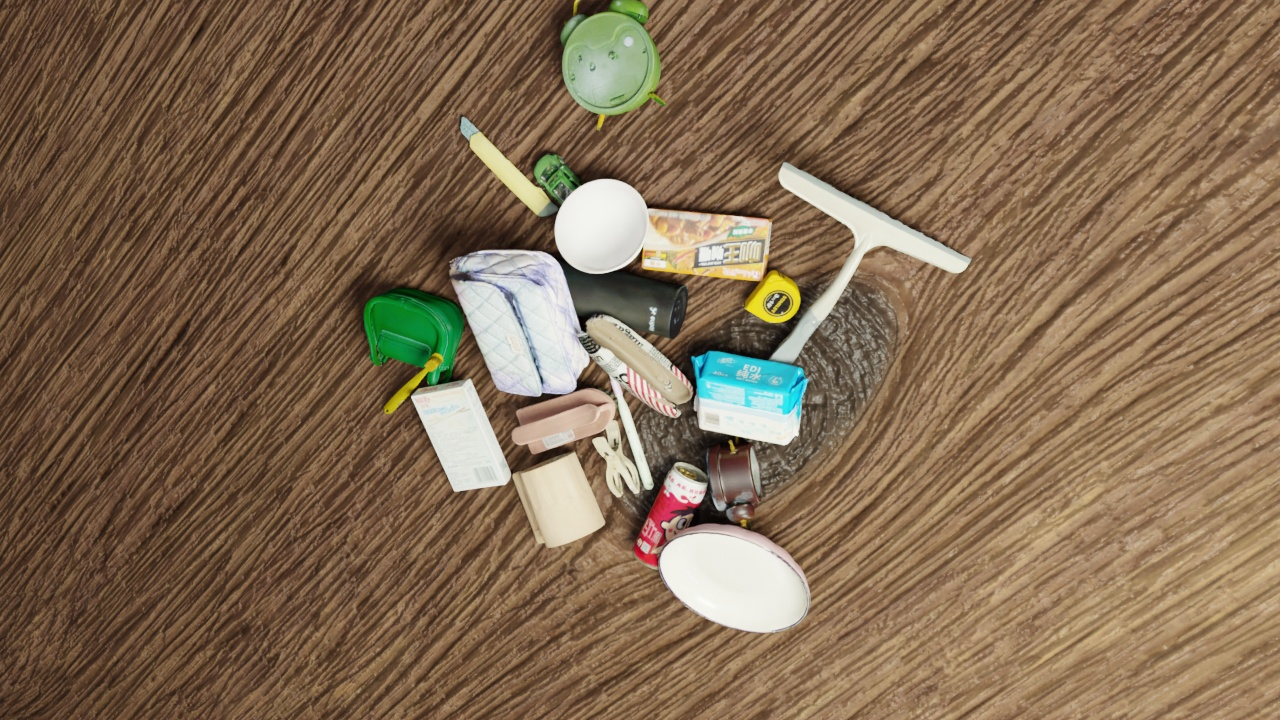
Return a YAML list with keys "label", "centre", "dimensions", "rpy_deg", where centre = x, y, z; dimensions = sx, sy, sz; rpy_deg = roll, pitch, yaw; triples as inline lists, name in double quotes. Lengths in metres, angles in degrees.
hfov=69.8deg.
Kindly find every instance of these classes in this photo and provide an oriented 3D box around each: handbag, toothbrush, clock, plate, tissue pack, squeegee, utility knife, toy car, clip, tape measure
- label: "handbag"
  centre: [-0.148, -0.043, 1.138]
  dimensions: [0.134, 0.075, 0.194]
  rpy_deg: [5, 133, 24]
- label: "toothbrush"
  centre: [-0.016, 0.078, 1.191]
  dimensions: [0.020, 0.029, 0.189]
  rpy_deg: [-8, 100, 62]
- label: "clock"
  centre: [-0.036, -0.370, 1.102]
  dimensions: [0.116, 0.056, 0.161]
  rpy_deg: [-15, 94, 20]
- label: "plate"
  centre: [0.118, 0.263, 1.134]
  dimensions: [0.192, 0.038, 0.193]
  rpy_deg: [14, 134, 15]
- label: "tissue pack"
  centre: [0.129, 0.042, 1.100]
  dimensions: [0.140, 0.063, 0.090]
  rpy_deg: [10, 133, 18]
- label: "squeegee"
  centre: [0.207, -0.065, 1.055]
  dimensions: [0.246, 0.039, 0.247]
  rpy_deg: [25, 121, -12]
- label: "utility knife"
  centre: [-0.176, -0.249, 1.189]
  dimensions: [0.178, 0.019, 0.031]
  rpy_deg: [44, 105, 1]
- label: "handbag"
  centre: [-0.309, -0.033, 1.244]
  dimensions: [0.131, 0.067, 0.120]
  rpy_deg: [16, 111, 15]
- label: "toy car"
  centre: [-0.099, -0.222, 1.160]
  dimensions: [0.091, 0.036, 0.043]
  rpy_deg: [48, 111, 10]
- label: "clock"
  centre: [0.118, 0.153, 1.125]
  dimensions: [0.055, 0.082, 0.122]
  rpy_deg: [-11, 93, 14]
- label: "clip"
  centre: [-0.031, 0.131, 1.196]
  dimensions: [0.034, 0.060, 0.097]
  rpy_deg: [-16, 105, 21]
- label: "tape measure"
  centre: [0.161, -0.075, 1.092]
  dimensions: [0.057, 0.028, 0.060]
  rpy_deg: [29, 120, -14]
- label: "toothbrush"
  centre: [-0.311, 0.035, 1.240]
  dimensions: [0.015, 0.016, 0.191]
  rpy_deg: [42, 139, -11]

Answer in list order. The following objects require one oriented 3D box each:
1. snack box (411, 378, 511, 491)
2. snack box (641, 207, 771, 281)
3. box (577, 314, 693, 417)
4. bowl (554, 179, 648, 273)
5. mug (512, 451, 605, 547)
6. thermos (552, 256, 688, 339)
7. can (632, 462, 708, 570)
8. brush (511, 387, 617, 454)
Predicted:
- label: "snack box"
  centre: [-0.242, 0.103, 1.244]
  dimensions: [0.085, 0.026, 0.157]
  rpy_deg: [-10, 113, 20]
- label: "snack box"
  centre: [0.080, -0.142, 1.117]
  dimensions: [0.154, 0.026, 0.075]
  rpy_deg: [8, 102, 17]
- label: "box"
  centre: [-0.003, 0.000, 1.141]
  dimensions: [0.163, 0.075, 0.077]
  rpy_deg: [38, 79, -11]
- label: "bowl"
  centre: [-0.039, -0.156, 1.128]
  dimensions: [0.118, 0.064, 0.118]
  rpy_deg: [-3, 79, 15]
- label: "mug"
  centre: [-0.116, 0.186, 1.219]
  dimensions: [0.125, 0.084, 0.103]
  rpy_deg: [-21, 90, 47]
- label: "thermos"
  centre: [-0.064, -0.079, 1.163]
  dimensions: [0.243, 0.068, 0.090]
  rpy_deg: [14, 135, 18]
- label: "can"
  centre: [0.039, 0.199, 1.173]
  dimensions: [0.053, 0.053, 0.133]
  rpy_deg: [28, 107, 12]
- label: "brush"
  centre: [-0.095, 0.076, 1.179]
  dimensions: [0.146, 0.072, 0.063]
  rpy_deg: [-18, 93, 31]
